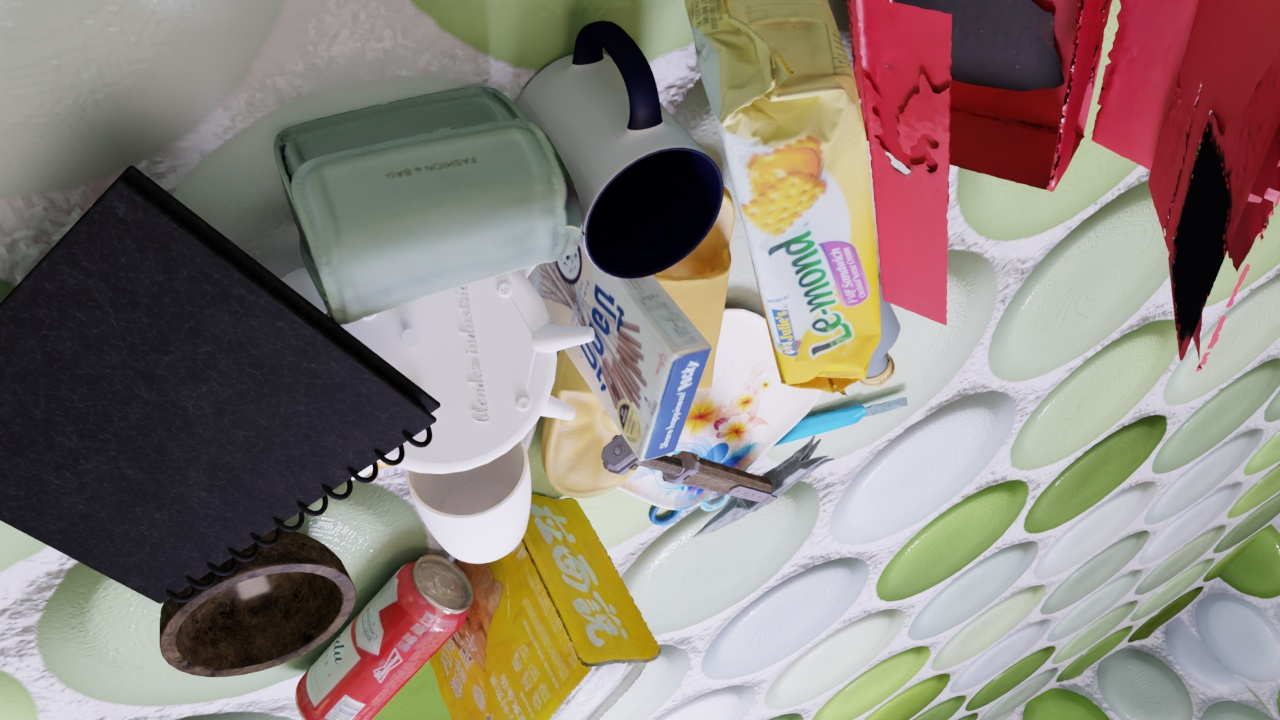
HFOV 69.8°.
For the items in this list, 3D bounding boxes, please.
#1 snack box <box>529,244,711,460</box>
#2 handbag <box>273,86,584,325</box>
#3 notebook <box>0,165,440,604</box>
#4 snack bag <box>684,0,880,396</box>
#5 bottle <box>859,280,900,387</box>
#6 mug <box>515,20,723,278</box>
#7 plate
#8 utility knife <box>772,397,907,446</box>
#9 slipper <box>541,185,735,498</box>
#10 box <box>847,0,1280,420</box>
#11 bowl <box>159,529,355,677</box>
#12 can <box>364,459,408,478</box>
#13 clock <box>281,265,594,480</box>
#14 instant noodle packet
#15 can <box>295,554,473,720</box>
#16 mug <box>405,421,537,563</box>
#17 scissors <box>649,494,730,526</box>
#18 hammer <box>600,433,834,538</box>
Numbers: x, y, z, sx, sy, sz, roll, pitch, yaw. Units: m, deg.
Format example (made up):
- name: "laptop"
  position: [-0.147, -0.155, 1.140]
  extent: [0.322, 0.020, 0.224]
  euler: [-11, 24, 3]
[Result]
- name: "snack box"
  position: [-0.018, -0.024, 0.524]
  extent: [0.026, 0.150, 0.082]
  euler: [-13, 139, -31]
- name: "handbag"
  position: [-0.103, -0.077, 0.439]
  extent: [0.121, 0.106, 0.067]
  euler: [-18, 138, -20]
- name: "notebook"
  position: [-0.230, 0.034, 0.436]
  extent: [0.232, 0.019, 0.169]
  euler: [-32, 123, 25]
- name: "snack bag"
  position: [0.081, -0.103, 0.497]
  extent: [0.068, 0.159, 0.247]
  euler: [-15, 144, 8]
- name: "bottle"
  position: [0.176, -0.024, 0.757]
  extent: [0.072, 0.046, 0.161]
  euler: [-39, 143, 6]
- name: "mug"
  position: [-0.013, -0.114, 0.470]
  extent: [0.078, 0.097, 0.112]
  euler: [-19, 141, -19]
- name: "plate"
  position: [0.052, 0.043, 0.753]
  extent: [0.187, 0.016, 0.187]
  euler: [-44, 137, 13]
- name: "utility knife"
  position: [0.176, 0.060, 0.877]
  extent: [0.209, 0.015, 0.031]
  euler: [-10, 139, -23]
- name: "slipper"
  position: [-0.004, 0.004, 0.618]
  extent: [0.099, 0.078, 0.264]
  euler: [2, 127, -26]
- name: "box"
  position: [0.230, -0.146, 0.442]
  extent: [0.124, 0.315, 0.211]
  euler: [-33, 144, -6]
- name: "bowl"
  position: [-0.261, 0.154, 0.619]
  extent: [0.121, 0.056, 0.121]
  euler: [-20, 141, -17]
- name: "can"
  position: [-0.128, 0.029, 0.570]
  extent: [0.105, 0.067, 0.068]
  euler: [-15, 139, -23]
- name: "clock"
  position: [-0.111, -0.002, 0.496]
  extent: [0.160, 0.073, 0.125]
  euler: [-12, 100, -23]
- name: "instant noodle packet"
  position: [-0.102, 0.239, 0.746]
  extent: [0.084, 0.163, 0.222]
  euler: [7, 127, -43]
- name: "can"
  position: [-0.206, 0.231, 0.738]
  extent: [0.170, 0.067, 0.067]
  euler: [-47, 142, 17]
- name: "mug"
  position: [-0.107, 0.082, 0.649]
  extent: [0.114, 0.081, 0.088]
  euler: [-52, 160, -30]
- name: "scissors"
  position: [0.038, 0.107, 0.831]
  extent: [0.090, 0.014, 0.141]
  euler: [-21, 141, -7]
- name: "hammer"
  position: [0.048, 0.092, 0.717]
  extent: [0.147, 0.028, 0.316]
  euler: [-38, 155, 13]
